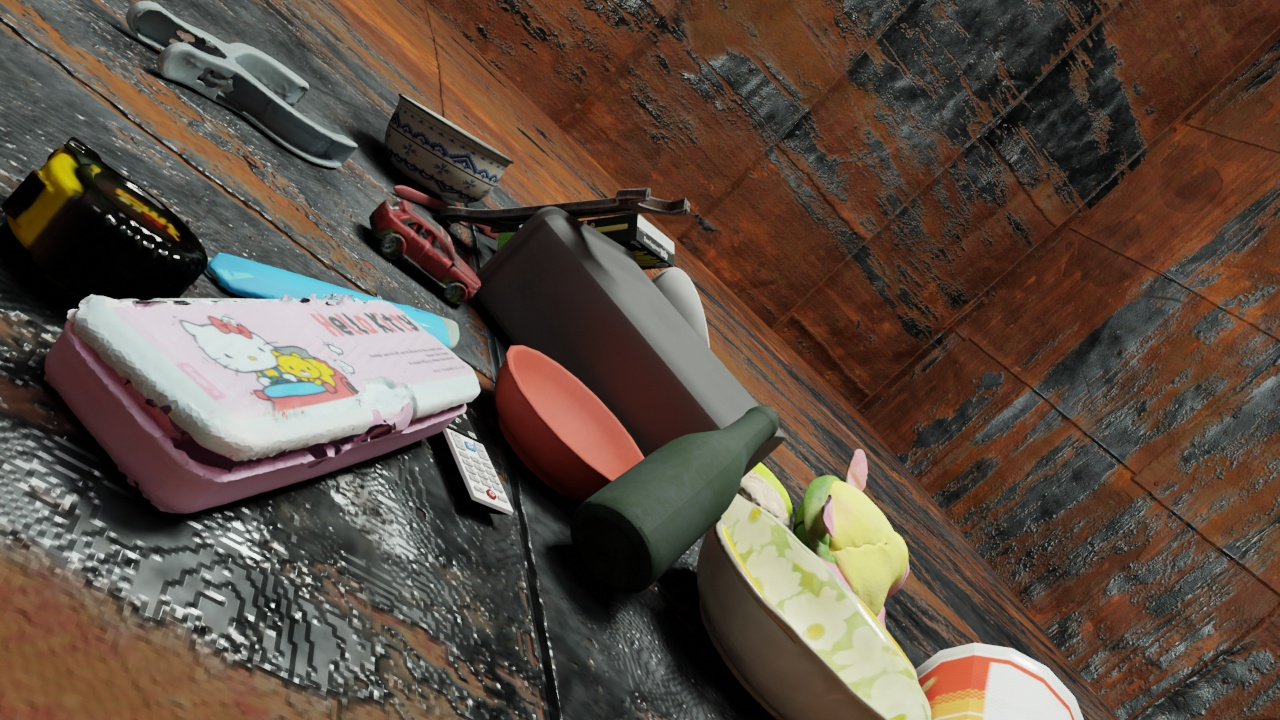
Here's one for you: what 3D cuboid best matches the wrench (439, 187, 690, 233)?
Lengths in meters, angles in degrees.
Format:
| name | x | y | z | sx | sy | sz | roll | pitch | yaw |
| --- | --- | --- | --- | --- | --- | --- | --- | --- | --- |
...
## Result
| name | x | y | z | sx | sy | sz | roll | pitch | yaw |
| --- | --- | --- | --- | --- | --- | --- | --- | --- | --- |
| wrench | -0.068 | -0.118 | 0.734 | 0.070 | 0.010 | 0.274 | 11 | -4 | -43 |

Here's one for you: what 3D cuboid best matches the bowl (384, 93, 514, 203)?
| name | x | y | z | sx | sy | sz | roll | pitch | yaw |
| --- | --- | --- | --- | --- | --- | --- | --- | --- | --- |
| bowl | -0.179 | -0.184 | 0.828 | 0.115 | 0.059 | 0.115 | 31 | 8 | -5 |

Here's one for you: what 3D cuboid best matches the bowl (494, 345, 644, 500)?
| name | x | y | z | sx | sy | sz | roll | pitch | yaw |
| --- | --- | --- | --- | --- | --- | --- | --- | --- | --- |
| bowl | -0.048 | 0.046 | 0.568 | 0.122 | 0.035 | 0.122 | 44 | 11 | -11 |

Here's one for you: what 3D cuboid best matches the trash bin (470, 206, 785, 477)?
| name | x | y | z | sx | sy | sz | roll | pitch | yaw |
| --- | --- | --- | --- | --- | --- | --- | --- | --- | --- |
| trash bin | -0.004 | 0.004 | 0.730 | 0.220 | 0.098 | 0.191 | 50 | 12 | 18 |

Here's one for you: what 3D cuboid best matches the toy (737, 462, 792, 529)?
| name | x | y | z | sx | sy | sz | roll | pitch | yaw |
| --- | --- | --- | --- | --- | --- | --- | --- | --- | --- |
| toy | 0.103 | 0.120 | 0.827 | 0.092 | 0.046 | 0.115 | 47 | 5 | -4 |

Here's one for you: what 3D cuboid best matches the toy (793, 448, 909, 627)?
| name | x | y | z | sx | sy | sz | roll | pitch | yaw |
| --- | --- | --- | --- | --- | --- | --- | --- | --- | --- |
| toy | 0.194 | 0.177 | 0.843 | 0.238 | 0.088 | 0.190 | 27 | 50 | -60 |

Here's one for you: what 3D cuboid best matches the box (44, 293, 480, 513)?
| name | x | y | z | sx | sy | sz | roll | pitch | yaw |
| --- | --- | --- | --- | --- | --- | --- | --- | --- | --- |
| box | -0.133 | 0.003 | 0.370 | 0.086 | 0.044 | 0.202 | 45 | 12 | 7 |

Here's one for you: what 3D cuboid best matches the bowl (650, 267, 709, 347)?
| name | x | y | z | sx | sy | sz | roll | pitch | yaw |
| --- | --- | --- | --- | --- | --- | --- | --- | --- | --- |
| bowl | 0.020 | -0.013 | 0.882 | 0.043 | 0.150 | 0.149 | -7 | 35 | -17 |

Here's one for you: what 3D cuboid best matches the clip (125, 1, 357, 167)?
| name | x | y | z | sx | sy | sz | roll | pitch | yaw |
| --- | --- | --- | --- | --- | --- | --- | --- | --- | --- |
| clip | -0.249 | -0.167 | 0.620 | 0.143 | 0.029 | 0.172 | 46 | 11 | 10 |

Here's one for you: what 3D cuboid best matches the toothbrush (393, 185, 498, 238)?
| name | x | y | z | sx | sy | sz | roll | pitch | yaw |
| --- | --- | --- | --- | --- | --- | --- | --- | --- | --- |
| toothbrush | -0.172 | -0.137 | 0.837 | 0.015 | 0.015 | 0.184 | 46 | 11 | 16 |

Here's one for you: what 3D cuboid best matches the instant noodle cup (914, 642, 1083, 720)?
| name | x | y | z | sx | sy | sz | roll | pitch | yaw |
| --- | --- | --- | --- | --- | --- | --- | --- | --- | --- |
| instant noodle cup | 0.221 | 0.262 | 0.588 | 0.123 | 0.124 | 0.121 | 49 | 19 | 15 |

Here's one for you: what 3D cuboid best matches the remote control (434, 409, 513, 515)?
| name | x | y | z | sx | sy | sz | roll | pitch | yaw |
| --- | --- | --- | --- | --- | --- | --- | --- | --- | --- |
| remote control | -0.099 | 0.034 | 0.480 | 0.028 | 0.012 | 0.124 | 34 | 15 | -46 |

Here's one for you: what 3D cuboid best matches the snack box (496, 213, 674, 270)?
| name | x | y | z | sx | sy | sz | roll | pitch | yaw |
| --- | --- | --- | --- | --- | --- | --- | --- | --- | --- |
| snack box | -0.052 | -0.105 | 0.868 | 0.080 | 0.148 | 0.025 | 25 | 64 | -61 |

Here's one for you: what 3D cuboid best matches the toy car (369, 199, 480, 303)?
| name | x | y | z | sx | sy | sz | roll | pitch | yaw |
| --- | --- | --- | --- | --- | --- | --- | --- | --- | --- |
| toy car | -0.150 | -0.076 | 0.646 | 0.091 | 0.036 | 0.042 | 45 | 8 | -33 |

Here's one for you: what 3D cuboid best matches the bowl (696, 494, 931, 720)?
| name | x | y | z | sx | sy | sz | roll | pitch | yaw |
| --- | --- | --- | --- | --- | --- | --- | --- | --- | --- |
| bowl | 0.096 | 0.172 | 0.579 | 0.219 | 0.060 | 0.188 | 36 | 14 | -44 |

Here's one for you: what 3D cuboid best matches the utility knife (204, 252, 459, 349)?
| name | x | y | z | sx | sy | sz | roll | pitch | yaw |
| --- | --- | --- | --- | --- | --- | --- | --- | --- | --- |
| utility knife | -0.153 | -0.028 | 0.473 | 0.158 | 0.015 | 0.031 | 21 | 29 | -50 |

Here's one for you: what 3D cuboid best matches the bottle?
| name | x | y | z | sx | sy | sz | roll | pitch | yaw |
| --- | --- | --- | --- | --- | --- | --- | --- | --- | --- |
| bottle | 0.034 | 0.067 | 0.534 | 0.055 | 0.055 | 0.173 | 48 | 42 | 10 |

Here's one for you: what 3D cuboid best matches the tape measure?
| name | x | y | z | sx | sy | sz | roll | pitch | yaw |
| --- | --- | --- | --- | --- | --- | --- | --- | --- | --- |
| tape measure | -0.196 | -0.043 | 0.339 | 0.067 | 0.038 | 0.062 | 43 | 3 | -31 |
